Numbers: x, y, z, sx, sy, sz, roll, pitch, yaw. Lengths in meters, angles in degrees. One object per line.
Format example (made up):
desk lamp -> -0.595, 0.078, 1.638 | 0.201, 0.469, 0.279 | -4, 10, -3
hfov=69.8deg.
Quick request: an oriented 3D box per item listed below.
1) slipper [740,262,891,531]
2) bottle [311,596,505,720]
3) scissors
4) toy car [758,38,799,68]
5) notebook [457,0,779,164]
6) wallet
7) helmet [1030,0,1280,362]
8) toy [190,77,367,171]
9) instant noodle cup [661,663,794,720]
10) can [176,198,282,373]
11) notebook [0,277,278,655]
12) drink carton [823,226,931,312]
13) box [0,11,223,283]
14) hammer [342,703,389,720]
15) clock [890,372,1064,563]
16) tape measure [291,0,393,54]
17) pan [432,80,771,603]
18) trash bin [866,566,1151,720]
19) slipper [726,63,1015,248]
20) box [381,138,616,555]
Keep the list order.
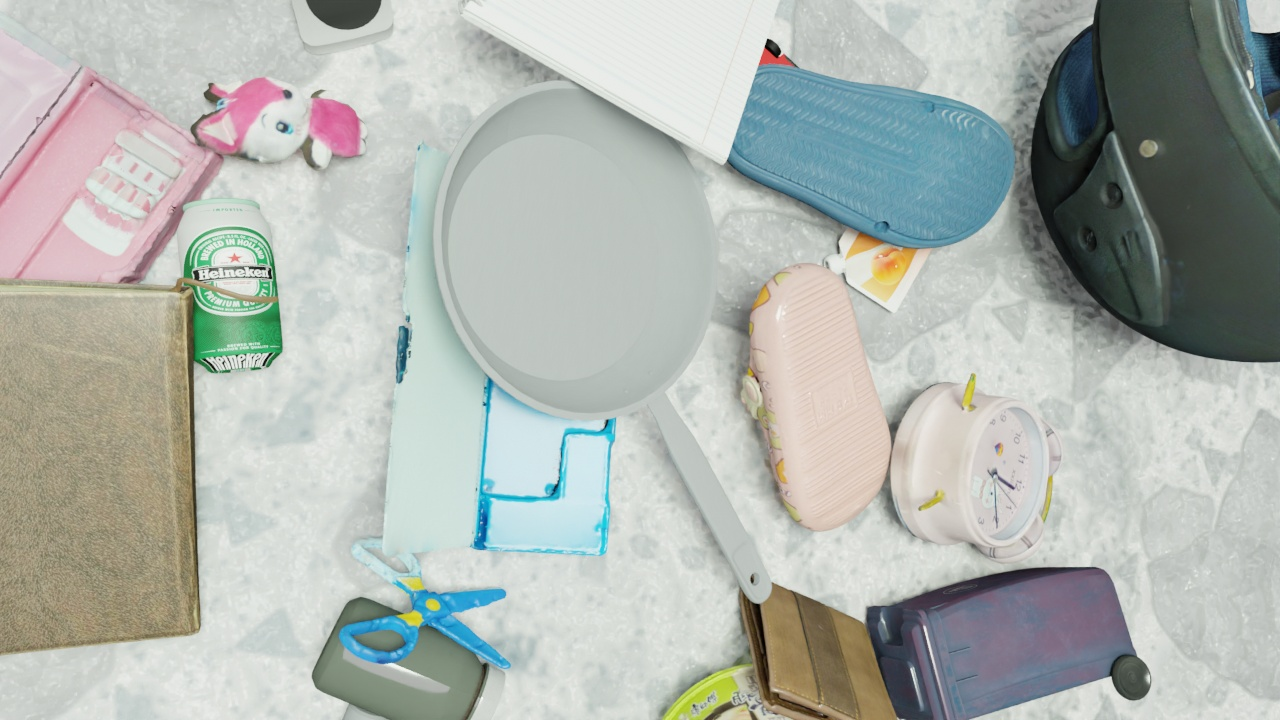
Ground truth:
slipper -> 0.105, 0.025, 0.623 | 0.093, 0.081, 0.197 | -31, 119, -24
bottle -> -0.142, 0.193, 0.568 | 0.108, 0.060, 0.060 | 27, 81, -11
scissors -> -0.136, 0.150, 0.570 | 0.125, 0.127, 0.015 | 4, 129, -49
toy car -> 0.104, -0.193, 0.665 | 0.089, 0.025, 0.038 | 40, 86, -6
notebook -> 0.006, -0.254, 0.600 | 0.178, 0.013, 0.244 | 27, 56, -12
wallet -> 0.117, 0.197, 0.605 | 0.098, 0.121, 0.027 | 25, 109, -11
helmet -> 0.389, -0.151, 0.623 | 0.248, 0.236, 0.316 | -31, 93, -14
toy -> -0.220, -0.154, 0.569 | 0.102, 0.050, 0.065 | 5, 52, -23
instant noodle cup -> 0.082, 0.281, 0.587 | 0.146, 0.098, 0.146 | -2, 98, -13
can -> -0.249, -0.044, 0.558 | 0.053, 0.053, 0.101 | -6, 89, -14
notebook -> -0.308, 0.058, 0.518 | 0.190, 0.034, 0.215 | 0, 104, -17
drink carton -> 0.191, -0.102, 0.680 | 0.069, 0.039, 0.122 | 31, 87, -11
box -> -0.386, -0.077, 0.534 | 0.179, 0.039, 0.232 | 34, 80, -14
hammer -> -0.062, 0.323, 0.554 | 0.311, 0.029, 0.125 | 21, 85, 5
clock -> 0.248, 0.082, 0.655 | 0.157, 0.059, 0.116 | 27, 78, -35
tape measure -> -0.197, -0.237, 0.599 | 0.065, 0.017, 0.064 | -15, 91, -14
pan -> -0.003, 0.003, 0.575 | 0.200, 0.051, 0.357 | -35, 109, -32
trash bin -> 0.251, 0.203, 0.646 | 0.160, 0.094, 0.092 | -9, 80, -16
slipper -> 0.154, -0.141, 0.640 | 0.213, 0.059, 0.104 | 14, 98, -6
box -> -0.089, 0.000, 0.588 | 0.170, 0.071, 0.243 | 7, 85, -37
